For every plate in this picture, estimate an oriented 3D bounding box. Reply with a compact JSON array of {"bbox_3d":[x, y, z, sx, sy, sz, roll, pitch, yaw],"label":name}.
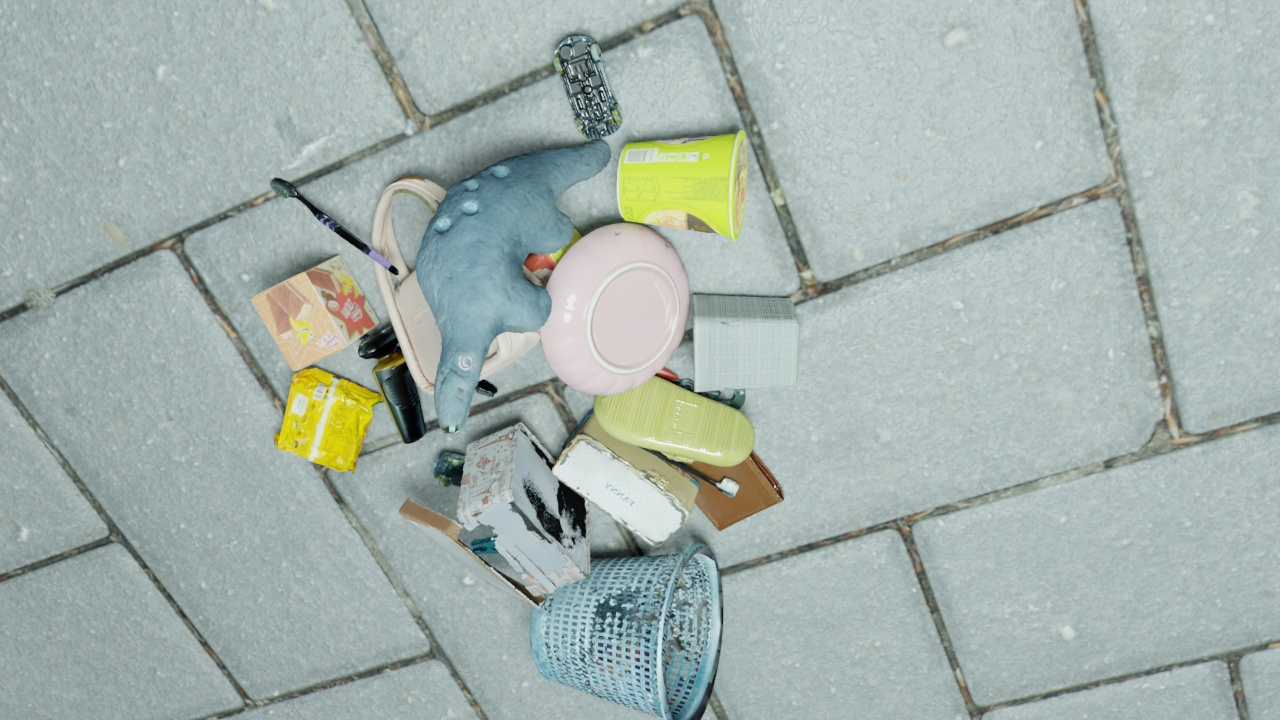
[{"bbox_3d":[-0.016,-0.049,0.983,0.192,0.039,0.193,-14,115,-33],"label":"plate"}]

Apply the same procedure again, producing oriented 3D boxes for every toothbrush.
[{"bbox_3d":[0.039,0.118,1.098,0.181,0.015,0.018,28,116,-9],"label":"toothbrush"},{"bbox_3d":[-0.262,0.004,1.112,0.189,0.014,0.016,23,141,-4],"label":"toothbrush"},{"bbox_3d":[-0.339,-0.148,1.013,0.189,0.016,0.014,36,118,10],"label":"toothbrush"}]

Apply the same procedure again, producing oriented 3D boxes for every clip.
[{"bbox_3d":[-0.198,0.246,1.219,0.056,0.014,0.040,-9,113,11],"label":"clip"}]

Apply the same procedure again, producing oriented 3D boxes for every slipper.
[{"bbox_3d":[0.036,0.081,1.064,0.190,0.091,0.082,17,145,5],"label":"slipper"}]

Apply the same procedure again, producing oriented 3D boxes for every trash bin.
[{"bbox_3d":[-0.022,0.333,1.143,0.195,0.225,0.227,1,116,22],"label":"trash bin"}]

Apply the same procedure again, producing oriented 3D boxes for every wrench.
[{"bbox_3d":[-0.006,0.006,1.084,0.273,0.016,0.056,20,118,-4],"label":"wrench"}]

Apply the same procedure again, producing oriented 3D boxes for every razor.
[{"bbox_3d":[-0.293,0.033,1.102,0.068,0.062,0.168,23,137,34],"label":"razor"}]

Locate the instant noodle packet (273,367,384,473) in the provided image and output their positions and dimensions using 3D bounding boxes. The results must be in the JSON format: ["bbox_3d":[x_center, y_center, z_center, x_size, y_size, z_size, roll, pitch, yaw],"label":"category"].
[{"bbox_3d":[-0.387,0.073,1.139,0.110,0.044,0.129,22,119,-12],"label":"instant noodle packet"}]

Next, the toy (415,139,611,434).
[{"bbox_3d":[-0.141,-0.103,0.891,0.138,0.355,0.092,32,156,-23],"label":"toy"}]

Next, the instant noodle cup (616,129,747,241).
[{"bbox_3d":[0.042,-0.182,0.947,0.123,0.111,0.112,5,116,13],"label":"instant noodle cup"}]

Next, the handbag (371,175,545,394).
[{"bbox_3d":[-0.216,-0.089,1.004,0.194,0.093,0.234,-26,97,45],"label":"handbag"}]

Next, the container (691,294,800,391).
[{"bbox_3d":[0.115,-0.021,1.020,0.114,0.090,0.090,-1,116,3],"label":"container"}]

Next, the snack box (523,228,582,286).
[{"bbox_3d":[-0.091,-0.090,1.014,0.080,0.081,0.091,-26,109,27],"label":"snack box"}]

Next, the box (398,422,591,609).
[{"bbox_3d":[-0.177,0.207,1.107,0.178,0.152,0.182,-23,126,17],"label":"box"}]

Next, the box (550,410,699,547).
[{"bbox_3d":[-0.023,0.141,1.113,0.184,0.061,0.090,39,124,-5],"label":"box"}]

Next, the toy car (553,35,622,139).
[{"bbox_3d":[-0.053,-0.282,0.944,0.049,0.031,0.106,-15,114,11],"label":"toy car"}]

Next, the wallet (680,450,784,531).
[{"bbox_3d":[0.104,0.147,1.133,0.101,0.032,0.124,-32,108,22],"label":"wallet"}]

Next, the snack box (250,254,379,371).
[{"bbox_3d":[-0.367,-0.056,1.044,0.077,0.092,0.094,-23,104,14],"label":"snack box"}]

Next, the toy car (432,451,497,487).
[{"bbox_3d":[-0.216,0.140,1.159,0.090,0.034,0.043,15,110,-17],"label":"toy car"}]
